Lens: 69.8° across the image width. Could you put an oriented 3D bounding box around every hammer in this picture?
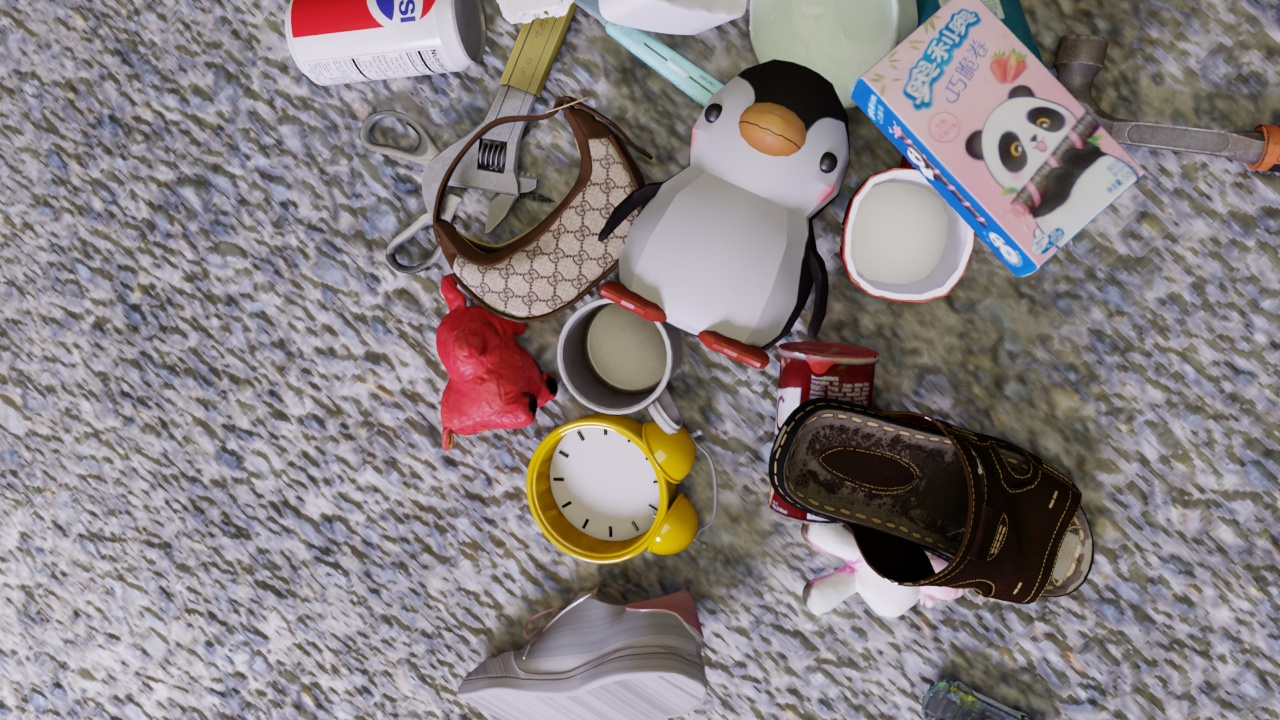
[{"bbox_3d":[0.422,-0.122,0.595,0.314,0.035,0.138,10,100,10],"label":"hammer"}]

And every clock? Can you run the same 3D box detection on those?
[{"bbox_3d":[-0.015,0.097,0.712,0.152,0.052,0.113,0,99,16],"label":"clock"}]

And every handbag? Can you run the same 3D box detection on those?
[{"bbox_3d":[-0.072,-0.114,0.674,0.167,0.063,0.138,-39,102,12],"label":"handbag"}]

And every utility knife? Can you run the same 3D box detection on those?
[{"bbox_3d":[0.005,-0.226,0.667,0.141,0.015,0.022,36,88,-1],"label":"utility knife"}]

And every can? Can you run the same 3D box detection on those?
[{"bbox_3d":[-0.188,-0.246,0.681,0.132,0.070,0.070,-2,98,12],"label":"can"}]

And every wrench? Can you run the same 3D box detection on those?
[{"bbox_3d":[-0.087,-0.221,0.685,0.083,0.018,0.273,23,101,-1],"label":"wrench"}]

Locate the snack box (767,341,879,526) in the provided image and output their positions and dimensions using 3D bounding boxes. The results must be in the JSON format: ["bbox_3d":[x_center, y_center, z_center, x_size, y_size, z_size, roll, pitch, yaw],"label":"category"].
[{"bbox_3d":[0.130,0.051,0.663,0.072,0.072,0.121,5,101,11],"label":"snack box"}]

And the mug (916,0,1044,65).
[{"bbox_3d":[0.215,-0.219,0.603,0.078,0.078,0.121,-16,91,13],"label":"mug"}]

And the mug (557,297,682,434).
[{"bbox_3d":[-0.004,0.004,0.683,0.084,0.070,0.113,-37,90,14],"label":"mug"}]

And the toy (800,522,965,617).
[{"bbox_3d":[0.180,0.155,0.687,0.123,0.038,0.079,5,87,11],"label":"toy"}]

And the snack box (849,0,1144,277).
[{"bbox_3d":[0.209,-0.135,0.546,0.088,0.033,0.154,-41,85,-4],"label":"snack box"}]

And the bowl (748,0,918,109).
[{"bbox_3d":[0.135,-0.230,0.612,0.117,0.061,0.118,29,134,35],"label":"bowl"}]

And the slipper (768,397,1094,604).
[{"bbox_3d":[0.209,0.100,0.615,0.267,0.076,0.113,22,95,-18],"label":"slipper"}]

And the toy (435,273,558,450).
[{"bbox_3d":[-0.137,0.000,0.708,0.094,0.088,0.133,-25,92,25],"label":"toy"}]

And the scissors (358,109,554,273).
[{"bbox_3d":[-0.153,-0.137,0.721,0.171,0.012,0.158,29,102,5],"label":"scissors"}]

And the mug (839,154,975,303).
[{"bbox_3d":[0.179,-0.100,0.615,0.080,0.096,0.116,10,100,10],"label":"mug"}]

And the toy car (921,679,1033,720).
[{"bbox_3d":[0.255,0.271,0.693,0.090,0.027,0.039,26,106,6],"label":"toy car"}]

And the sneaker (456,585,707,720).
[{"bbox_3d":[-0.045,0.231,0.729,0.237,0.089,0.099,-20,129,32],"label":"sneaker"}]

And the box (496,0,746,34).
[{"bbox_3d":[-0.026,-0.275,0.629,0.132,0.151,0.107,-4,93,54],"label":"box"}]

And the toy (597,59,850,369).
[{"bbox_3d":[0.071,-0.105,0.617,0.159,0.140,0.184,25,101,7],"label":"toy"}]
